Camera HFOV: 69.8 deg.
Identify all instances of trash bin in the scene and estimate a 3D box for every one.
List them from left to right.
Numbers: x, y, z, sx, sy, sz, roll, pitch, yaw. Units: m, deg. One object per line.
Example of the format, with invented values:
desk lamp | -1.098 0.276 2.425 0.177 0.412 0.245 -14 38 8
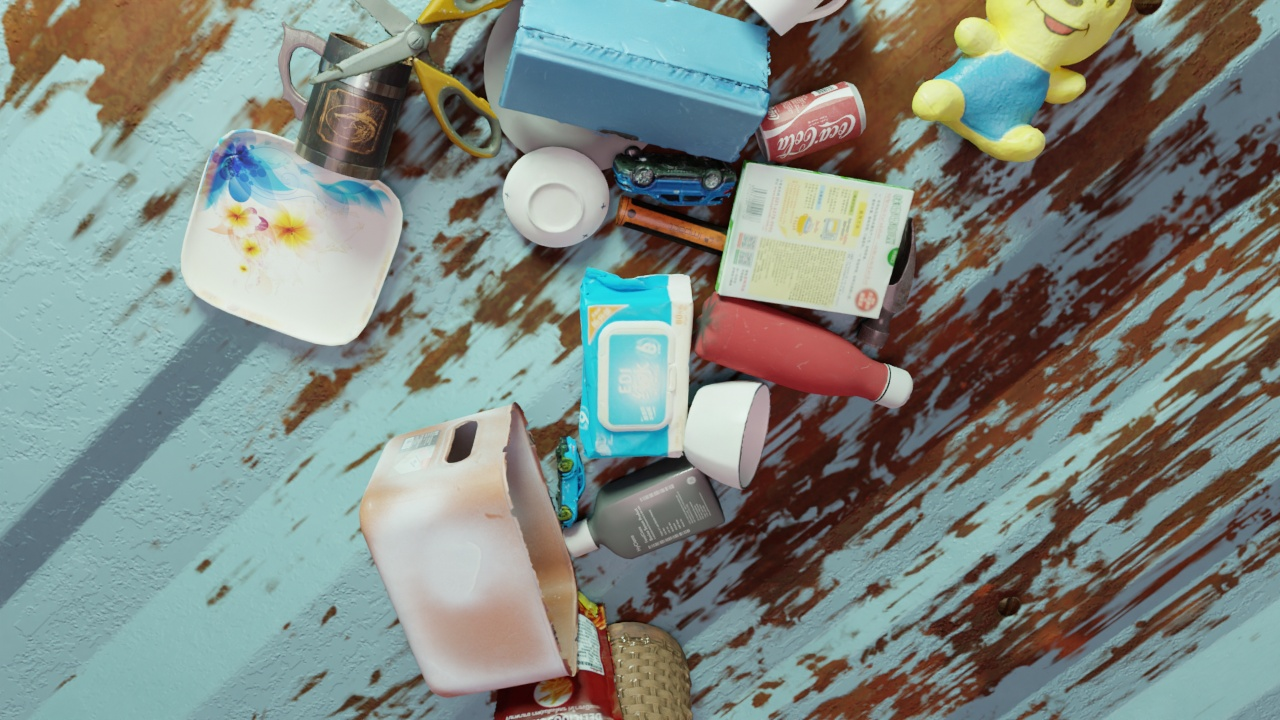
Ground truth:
trash bin | -0.170 0.201 0.955 0.157 0.181 0.260 -14 113 3
trash bin | -0.008 0.424 1.043 0.151 0.210 0.151 -1 112 -4

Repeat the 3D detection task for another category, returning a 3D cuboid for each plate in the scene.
plate | -0.339 -0.117 0.897 0.187 0.016 0.187 22 109 -13
plate | -0.082 -0.153 0.890 0.104 0.026 0.104 -1 123 -2
plate | -0.056 -0.267 0.861 0.178 0.012 0.179 -2 112 -4

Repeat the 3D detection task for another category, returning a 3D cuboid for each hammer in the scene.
hammer | 0.130 -0.118 0.927 0.314 0.035 0.138 16 109 -10

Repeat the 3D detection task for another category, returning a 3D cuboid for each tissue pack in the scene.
tissue pack | -0.006 0.006 0.951 0.117 0.066 0.209 -1 111 -6

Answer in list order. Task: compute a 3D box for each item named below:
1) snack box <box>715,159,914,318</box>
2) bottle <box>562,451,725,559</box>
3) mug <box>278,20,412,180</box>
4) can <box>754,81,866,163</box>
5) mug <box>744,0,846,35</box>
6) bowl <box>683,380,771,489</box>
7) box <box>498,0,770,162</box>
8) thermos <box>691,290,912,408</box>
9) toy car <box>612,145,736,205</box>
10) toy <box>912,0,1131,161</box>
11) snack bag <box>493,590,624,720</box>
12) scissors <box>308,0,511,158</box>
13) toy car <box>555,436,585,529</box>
snack box | 0.168 -0.117 0.897 0.168 0.027 0.132 8 110 -7
bottle | -0.002 0.172 1.028 0.174 0.046 0.084 -23 112 5
mug | -0.273 -0.233 0.820 0.115 0.080 0.107 18 109 -17
can | 0.160 -0.225 0.874 0.096 0.054 0.054 -19 112 3
mug | 0.142 -0.340 0.821 0.088 0.081 0.114 -45 140 19
bowl | 0.090 0.073 0.964 0.066 0.116 0.116 11 114 20
box | -0.003 -0.270 0.836 0.231 0.094 0.112 10 67 -13
thermos | 0.174 -0.003 0.956 0.239 0.073 0.073 18 109 -12
toy car | 0.032 -0.174 0.879 0.120 0.056 0.044 1 126 -17
toy | 0.355 -0.297 0.846 0.149 0.084 0.214 23 106 -15
snack bag | -0.093 0.335 1.000 0.139 0.207 0.067 -9 113 -2
scissors | -0.175 -0.267 0.799 0.225 0.016 0.229 -34 131 -17
toy car | -0.077 0.135 1.006 0.032 0.048 0.105 0 111 -9
